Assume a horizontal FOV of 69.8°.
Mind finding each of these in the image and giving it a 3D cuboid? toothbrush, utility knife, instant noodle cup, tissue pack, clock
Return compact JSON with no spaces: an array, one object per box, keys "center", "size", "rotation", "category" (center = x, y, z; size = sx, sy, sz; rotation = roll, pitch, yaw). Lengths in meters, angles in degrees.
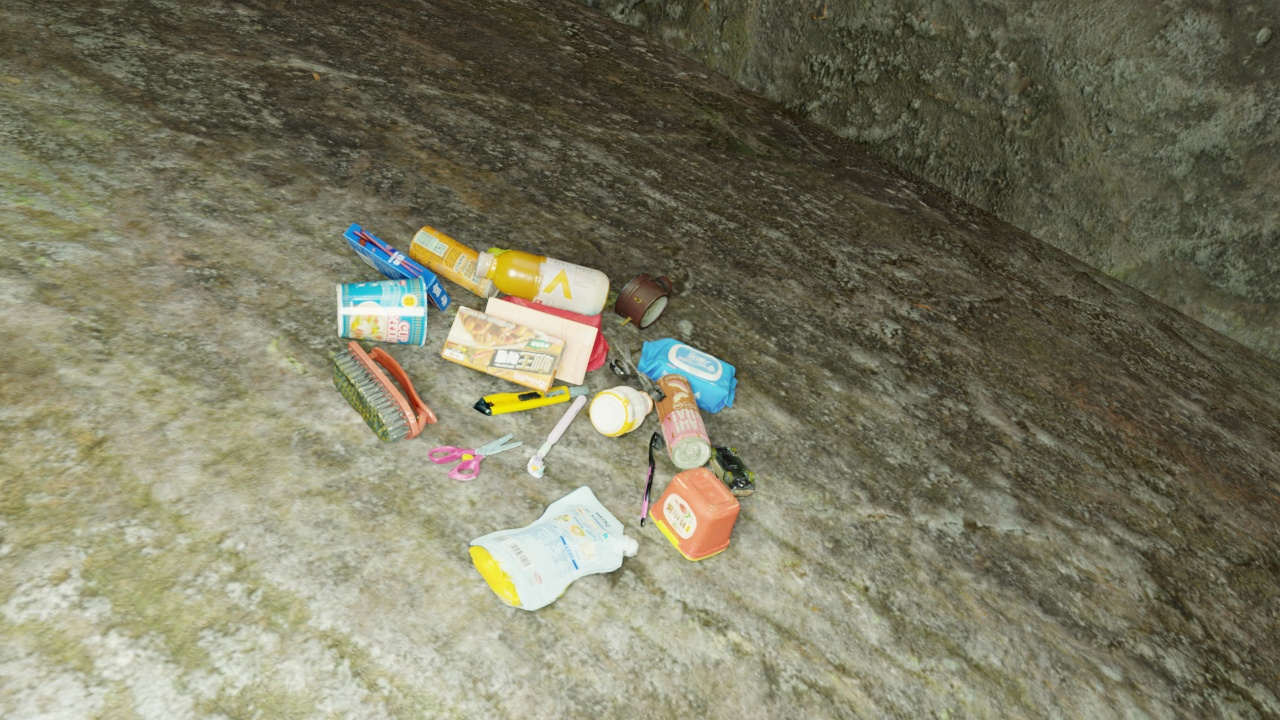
[{"center":[0.014,0.151,1.184],"size":[0.018,0.014,0.188],"rotation":[30,31,-12],"category":"toothbrush"},{"center":[-0.141,0.048,1.237],"size":[0.192,0.015,0.033],"rotation":[-9,46,-43],"category":"utility knife"},{"center":[-0.130,-0.063,1.367],"size":[0.193,0.066,0.193],"rotation":[17,32,-11],"category":"instant noodle cup"},{"center":[0.072,0.018,1.383],"size":[0.157,0.052,0.094],"rotation":[23,31,0],"category":"tissue pack"},{"center":[-0.344,-0.065,1.215],"size":[0.109,0.099,0.099],"rotation":[-1,38,-20],"category":"instant noodle cup"},{"center":[-0.104,0.092,1.192],"size":[0.021,0.029,0.188],"rotation":[-9,23,21],"category":"toothbrush"},{"center":[0.011,-0.098,1.494],"size":[0.055,0.082,0.121],"rotation":[41,36,19],"category":"clock"}]

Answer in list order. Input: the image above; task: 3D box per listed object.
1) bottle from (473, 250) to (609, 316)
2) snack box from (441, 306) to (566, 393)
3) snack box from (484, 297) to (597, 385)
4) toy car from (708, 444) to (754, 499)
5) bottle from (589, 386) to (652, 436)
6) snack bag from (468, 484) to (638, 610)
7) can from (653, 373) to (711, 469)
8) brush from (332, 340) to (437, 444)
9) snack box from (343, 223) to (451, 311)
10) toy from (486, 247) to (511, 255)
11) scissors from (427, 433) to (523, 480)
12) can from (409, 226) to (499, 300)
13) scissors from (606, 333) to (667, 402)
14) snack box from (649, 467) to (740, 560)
[{"center":[-0.141,-0.115,1.308],"size":[0.189,0.068,0.068],"rotation":[14,33,-14],"category":"bottle"},{"center":[-0.183,-0.015,1.234],"size":[0.154,0.075,0.026],"rotation":[18,-8,7],"category":"snack box"},{"center":[-0.146,-0.027,1.280],"size":[0.157,0.084,0.026],"rotation":[16,1,-8],"category":"snack box"},{"center":[0.118,0.148,1.234],"size":[0.042,0.035,0.090],"rotation":[5,35,-30],"category":"toy car"},{"center":[-0.022,0.066,1.244],"size":[0.063,0.063,0.108],"rotation":[35,20,19],"category":"bottle"},{"center":[-0.090,0.205,1.013],"size":[0.110,0.039,0.190],"rotation":[35,31,29],"category":"snack bag"},{"center":[0.055,0.082,1.271],"size":[0.058,0.058,0.147],"rotation":[11,33,-19],"category":"can"},{"center":[-0.306,0.040,1.099],"size":[0.069,0.063,0.146],"rotation":[-27,56,-35],"category":"brush"},{"center":[-0.349,-0.133,1.320],"size":[0.157,0.085,0.026],"rotation":[32,75,14],"category":"snack box"},{"center":[-0.204,-0.151,1.486],"size":[0.096,0.031,0.100],"rotation":[0,34,-33],"category":"toy"},{"center":[-0.201,0.107,1.115],"size":[0.077,0.017,0.137],"rotation":[24,26,19],"category":"scissors"},{"center":[-0.280,-0.149,1.407],"size":[0.146,0.058,0.058],"rotation":[29,32,10],"category":"can"},{"center":[-0.016,0.004,1.303],"size":[0.159,0.014,0.170],"rotation":[43,14,20],"category":"scissors"},{"center":[0.070,0.182,1.108],"size":[0.081,0.080,0.091],"rotation":[-9,43,-42],"category":"snack box"}]
